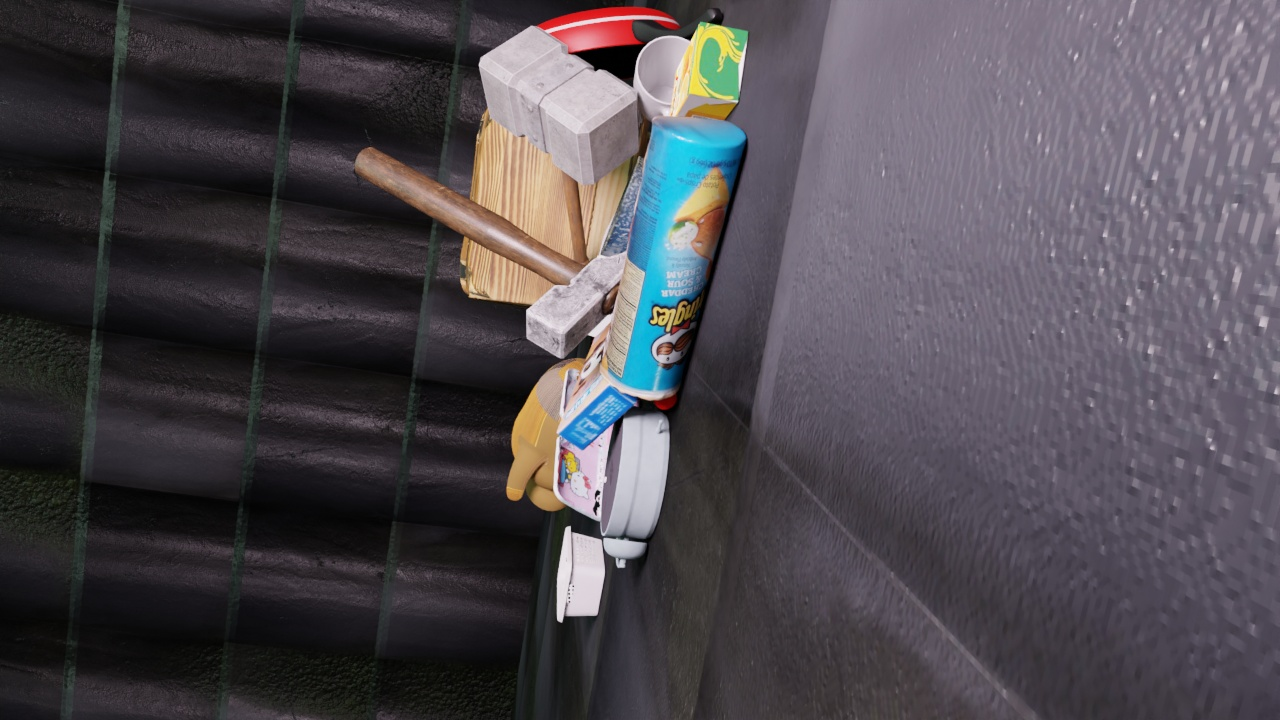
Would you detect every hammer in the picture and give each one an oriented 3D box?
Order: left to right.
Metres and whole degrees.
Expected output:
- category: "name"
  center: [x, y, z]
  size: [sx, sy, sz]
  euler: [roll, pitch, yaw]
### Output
- category: "hammer"
  center: [-0.122, -0.145, 0.860]
  size: [0.217, 0.301, 0.037]
  euler: [-47, -22, -34]
- category: "hammer"
  center: [-0.080, -0.202, 1.053]
  size: [0.082, 0.163, 0.318]
  euler: [-40, -26, -22]

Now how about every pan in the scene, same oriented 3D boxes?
- category: "pan"
  center: [-0.014, -0.360, 1.025]
  size: [0.357, 0.208, 0.067]
  euler: [5, 105, 62]

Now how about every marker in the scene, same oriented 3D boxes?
- category: "marker"
  center: [0.017, 0.014, 0.869]
  size: [0.145, 0.021, 0.023]
  euler: [-103, -8, -71]

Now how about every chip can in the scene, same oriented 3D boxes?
- category: "chip can"
  center: [0.022, -0.081, 0.737]
  size: [0.079, 0.080, 0.230]
  euler: [-92, 13, -56]

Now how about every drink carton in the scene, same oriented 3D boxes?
- category: "drink carton"
  center: [0.055, -0.236, 0.789]
  size: [0.122, 0.041, 0.058]
  euler: [167, 112, -83]

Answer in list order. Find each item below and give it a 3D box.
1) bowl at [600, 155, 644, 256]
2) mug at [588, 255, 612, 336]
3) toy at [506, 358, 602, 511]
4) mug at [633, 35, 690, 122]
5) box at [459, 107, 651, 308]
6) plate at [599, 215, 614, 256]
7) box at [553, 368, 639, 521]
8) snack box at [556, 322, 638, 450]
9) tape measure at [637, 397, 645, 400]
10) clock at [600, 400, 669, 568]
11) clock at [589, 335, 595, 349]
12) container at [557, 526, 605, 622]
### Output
- category: "bowl"
  center: [0.004, -0.157, 0.994]
  size: [0.114, 0.060, 0.114]
  euler: [-160, 92, -83]
- category: "mug"
  center: [-0.014, -0.067, 1.033]
  size: [0.110, 0.073, 0.090]
  euler: [-154, 72, -69]
- category: "toy"
  center: [-0.088, 0.088, 1.207]
  size: [0.198, 0.162, 0.204]
  euler: [-34, -26, -40]
- category: "mug"
  center: [0.027, -0.263, 0.945]
  size: [0.089, 0.071, 0.107]
  euler: [125, 147, -82]
- category: "box"
  center: [-0.120, -0.207, 1.269]
  size: [0.215, 0.257, 0.279]
  euler: [-141, 60, -85]
- category: "plate"
  center: [-0.011, -0.141, 1.118]
  size: [0.134, 0.011, 0.135]
  euler: [-50, -26, -36]
- category: "box"
  center: [-0.053, 0.085, 1.046]
  size: [0.201, 0.095, 0.088]
  euler: [-89, 8, -46]
- category: "snack box"
  center: [-0.025, 0.007, 0.874]
  size: [0.087, 0.034, 0.151]
  euler: [-43, 18, 37]
- category: "tape measure"
  center: [-0.006, 0.006, 0.984]
  size: [0.072, 0.042, 0.072]
  euler: [115, 160, -56]
- category: "clock"
  center: [-0.009, 0.116, 0.856]
  size: [0.122, 0.045, 0.159]
  euler: [-105, 23, -73]
- category: "clock"
  center: [-0.057, -0.071, 1.515]
  size: [0.094, 0.035, 0.123]
  euler: [-120, 40, -79]
- category: "container"
  center: [-0.077, 0.276, 1.182]
  size: [0.129, 0.049, 0.081]
  euler: [-111, 30, -76]
